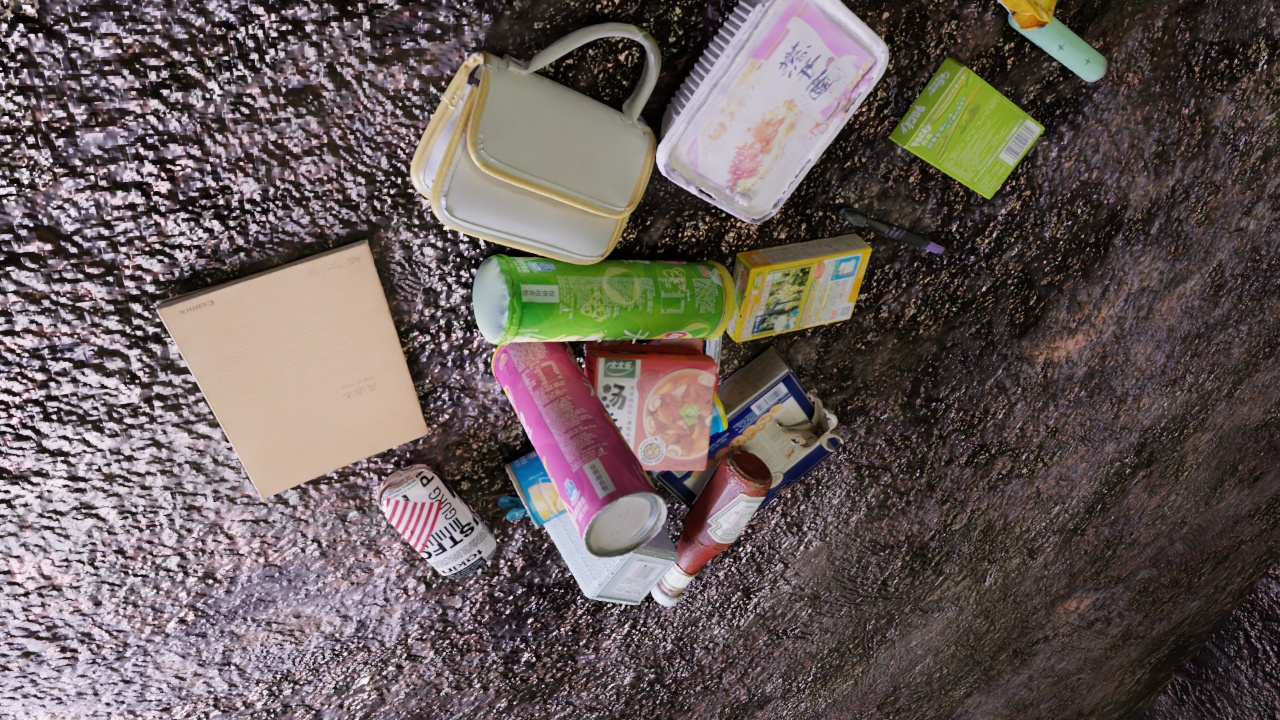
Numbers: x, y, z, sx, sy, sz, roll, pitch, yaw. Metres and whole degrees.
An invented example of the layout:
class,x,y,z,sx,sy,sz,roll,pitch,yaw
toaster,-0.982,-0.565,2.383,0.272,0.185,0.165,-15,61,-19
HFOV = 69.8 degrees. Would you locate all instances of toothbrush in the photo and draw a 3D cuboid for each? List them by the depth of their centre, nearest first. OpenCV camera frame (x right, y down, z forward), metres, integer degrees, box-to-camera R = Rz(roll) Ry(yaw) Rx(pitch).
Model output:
class,x,y,z,sx,sy,sz,roll,pitch,yaw
toothbrush,0.355,-0.298,0.819,0.224,0.026,0.027,11,143,-39
toothbrush,0.260,-0.126,0.923,0.188,0.016,0.014,10,121,-40

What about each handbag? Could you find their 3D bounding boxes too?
class,x,y,z,sx,sy,sz,roll,pitch,yaw
handbag,-0.058,-0.164,0.660,0.163,0.063,0.179,13,116,-41

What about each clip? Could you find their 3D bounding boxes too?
class,x,y,z,sx,sy,sz,roll,pitch,yaw
clip,-0.117,0.149,0.929,0.056,0.049,0.015,1,124,-44
clip,0.178,0.079,0.977,0.094,0.035,0.102,-32,145,-11

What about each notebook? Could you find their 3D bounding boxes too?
class,x,y,z,sx,sy,sz,roll,pitch,yaw
notebook,-0.261,0.012,0.723,0.149,0.012,0.212,-21,136,-17

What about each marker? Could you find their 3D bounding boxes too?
class,x,y,z,sx,sy,sz,roll,pitch,yaw
marker,0.072,-0.025,0.894,0.017,0.017,0.145,-17,135,-19

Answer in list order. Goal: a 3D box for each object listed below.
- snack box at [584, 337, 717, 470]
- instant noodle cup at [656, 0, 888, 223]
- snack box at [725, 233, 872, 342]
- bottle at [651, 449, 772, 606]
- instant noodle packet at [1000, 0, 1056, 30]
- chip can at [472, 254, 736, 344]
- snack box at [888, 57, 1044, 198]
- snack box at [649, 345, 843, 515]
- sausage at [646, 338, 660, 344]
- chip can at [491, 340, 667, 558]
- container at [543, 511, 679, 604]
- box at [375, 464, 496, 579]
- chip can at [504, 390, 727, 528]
class,x,y,z,sx,sy,sz,roll,pitch,yaw
snack box,0.006,0.033,0.827,0.113,0.044,0.127,1,100,-15
instant noodle cup,0.092,-0.205,0.712,0.138,0.060,0.174,20,114,-42
snack box,0.151,-0.071,0.892,0.140,0.033,0.087,-14,134,-24
bottle,0.070,0.186,0.985,0.059,0.059,0.207,6,126,-36
instant noodle packet,0.297,-0.336,0.720,0.128,0.044,0.110,19,89,-43
chip can,-0.029,-0.050,0.766,0.220,0.072,0.073,-2,128,-31
snack box,0.310,-0.215,0.865,0.156,0.026,0.086,13,119,-40
snack box,0.116,0.095,1.008,0.178,0.045,0.182,-38,138,4
sausage,-0.005,0.005,0.868,0.165,0.021,0.021,-36,138,2
chip can,-0.055,0.060,0.747,0.071,0.210,0.071,-17,135,-18
container,-0.029,0.185,0.949,0.090,0.111,0.090,22,114,-43
box,-0.188,0.157,0.866,0.072,0.059,0.164,-20,138,8
chip can,-0.023,0.083,0.891,0.210,0.071,0.071,-27,137,-8
